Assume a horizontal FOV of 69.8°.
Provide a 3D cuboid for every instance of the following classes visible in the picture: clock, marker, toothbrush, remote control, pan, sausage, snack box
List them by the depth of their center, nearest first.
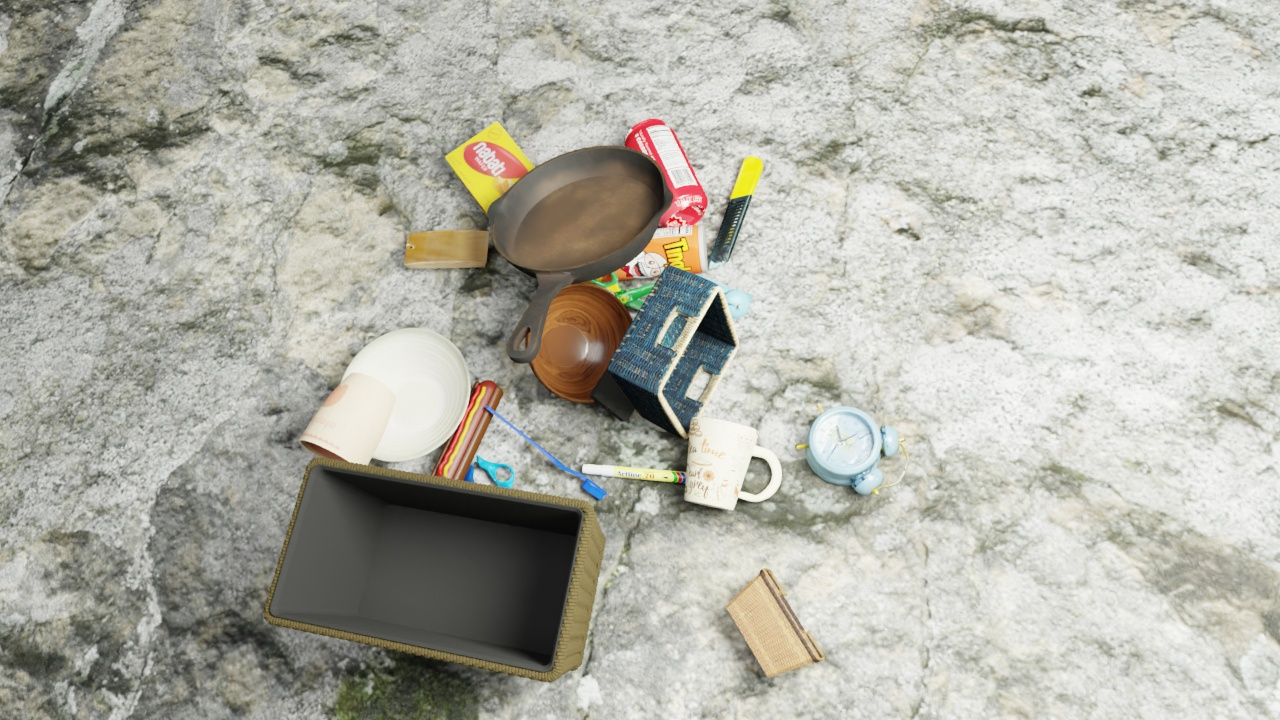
[{"bbox_3d":[0.250,0.104,1.070,0.124,0.052,0.088,26,76,17],"label":"clock"},{"bbox_3d":[-0.088,-0.130,1.115,0.249,0.043,0.355,1,52,20],"label":"pan"},{"bbox_3d":[-0.006,0.138,1.123,0.132,0.014,0.014,4,72,11],"label":"marker"},{"bbox_3d":[0.096,-0.081,1.123,0.087,0.123,0.042,23,99,16],"label":"clock"},{"bbox_3d":[-0.120,0.114,1.136,0.187,0.016,0.011,35,87,8],"label":"toothbrush"},{"bbox_3d":[-0.007,0.007,1.143,0.058,0.013,0.133,41,70,-21],"label":"remote control"},{"bbox_3d":[-0.218,0.094,1.154,0.040,0.040,0.155,16,67,15],"label":"sausage"},{"bbox_3d":[-0.178,-0.232,1.266,0.092,0.042,0.200,-36,69,-5],"label":"snack box"}]

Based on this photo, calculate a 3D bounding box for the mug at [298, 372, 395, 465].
[{"bbox_3d":[-0.359,0.072,1.117,0.112,0.085,0.104,4,59,42],"label":"mug"}]

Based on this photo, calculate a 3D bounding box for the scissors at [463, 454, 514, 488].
[{"bbox_3d":[-0.224,0.129,1.165,0.086,0.015,0.135,-40,68,-6],"label":"scissors"}]

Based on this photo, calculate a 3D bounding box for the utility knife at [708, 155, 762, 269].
[{"bbox_3d":[0.125,-0.194,1.211,0.029,0.020,0.170,17,74,16],"label":"utility knife"}]

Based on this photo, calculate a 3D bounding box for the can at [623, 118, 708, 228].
[{"bbox_3d":[0.032,-0.245,1.216,0.074,0.074,0.142,-24,69,1],"label":"can"}]

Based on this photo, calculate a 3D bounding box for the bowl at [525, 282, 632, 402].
[{"bbox_3d":[-0.084,-0.020,1.153,0.147,0.069,0.147,2,86,-28],"label":"bowl"}]

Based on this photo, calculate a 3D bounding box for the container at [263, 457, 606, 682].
[{"bbox_3d":[-0.201,0.237,1.020,0.321,0.205,0.176,7,73,12],"label":"container"}]

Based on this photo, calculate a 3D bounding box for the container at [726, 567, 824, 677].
[{"bbox_3d":[0.147,0.295,1.019,0.061,0.063,0.114,-34,69,5],"label":"container"}]

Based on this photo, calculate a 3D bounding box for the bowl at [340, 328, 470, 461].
[{"bbox_3d":[-0.295,0.050,1.181,0.177,0.058,0.176,-3,71,9],"label":"bowl"}]

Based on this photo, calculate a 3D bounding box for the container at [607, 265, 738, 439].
[{"bbox_3d":[0.042,-0.006,1.071,0.071,0.187,0.145,26,77,21],"label":"container"}]

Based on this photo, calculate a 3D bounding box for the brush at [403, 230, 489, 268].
[{"bbox_3d":[-0.261,-0.148,1.254,0.117,0.039,0.049,-1,70,10],"label":"brush"}]

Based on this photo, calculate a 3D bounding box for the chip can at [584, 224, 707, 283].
[{"bbox_3d":[-0.021,-0.136,1.194,0.210,0.062,0.062,-4,70,9],"label":"chip can"}]

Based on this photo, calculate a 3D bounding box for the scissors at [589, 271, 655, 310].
[{"bbox_3d":[-0.024,-0.074,1.182,0.128,0.012,0.120,27,114,-8],"label":"scissors"}]

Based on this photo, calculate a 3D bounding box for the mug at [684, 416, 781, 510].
[{"bbox_3d":[0.109,0.128,1.086,0.122,0.081,0.097,15,80,-13],"label":"mug"}]
